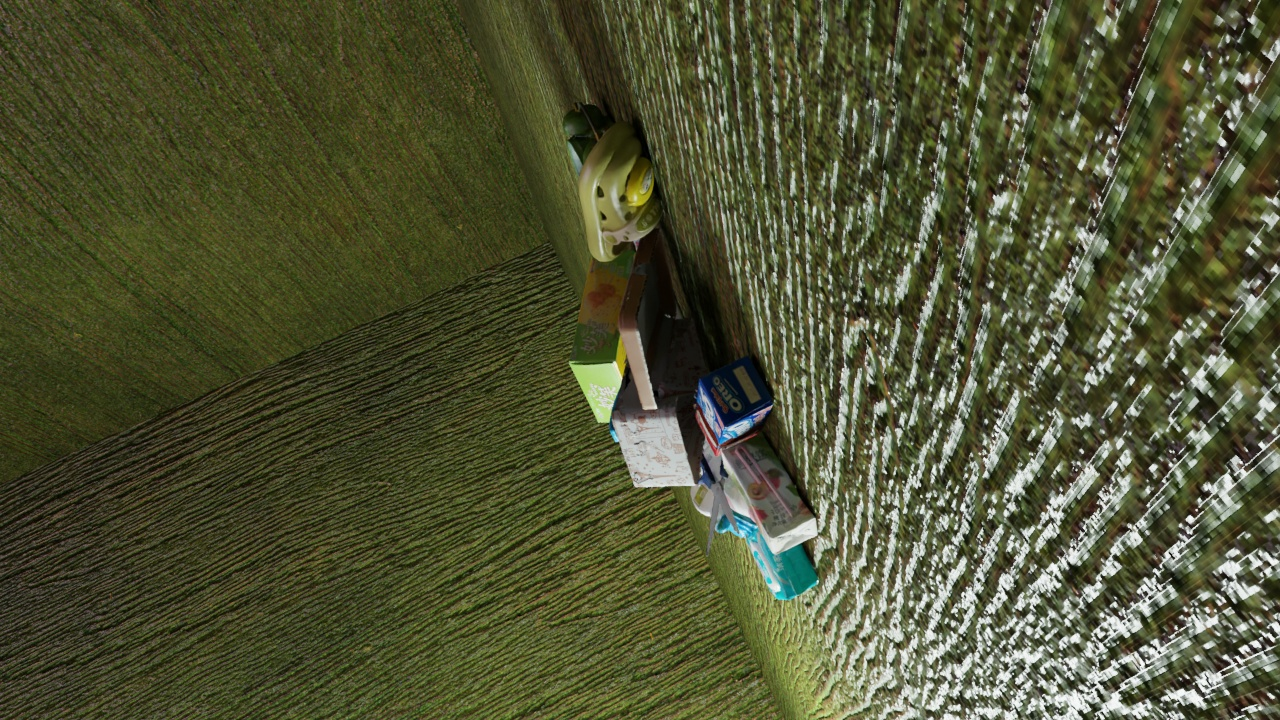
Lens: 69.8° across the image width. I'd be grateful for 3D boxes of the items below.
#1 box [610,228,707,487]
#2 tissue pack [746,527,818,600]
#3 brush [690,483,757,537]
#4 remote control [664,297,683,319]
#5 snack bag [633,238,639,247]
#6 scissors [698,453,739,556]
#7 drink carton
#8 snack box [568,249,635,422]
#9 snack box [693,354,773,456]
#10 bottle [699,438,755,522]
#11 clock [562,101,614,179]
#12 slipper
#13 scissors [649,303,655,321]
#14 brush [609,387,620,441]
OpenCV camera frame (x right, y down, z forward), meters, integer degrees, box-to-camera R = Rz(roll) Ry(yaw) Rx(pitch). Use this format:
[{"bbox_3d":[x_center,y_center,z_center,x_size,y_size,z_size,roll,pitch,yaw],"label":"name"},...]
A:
[{"bbox_3d":[0.018,0.000,1.054,0.176,0.082,0.260,-77,-22,-47],"label":"box"},{"bbox_3d":[0.171,0.241,1.116,0.133,0.050,0.093,83,163,-74],"label":"tissue pack"},{"bbox_3d":[0.115,0.201,1.212,0.109,0.060,0.314,28,180,-10],"label":"brush"},{"bbox_3d":[0.044,-0.053,1.213,0.056,0.019,0.135,-133,18,-77],"label":"remote control"},{"bbox_3d":[-0.002,-0.163,1.135,0.045,0.026,0.105,66,179,-48],"label":"snack bag"},{"bbox_3d":[0.091,0.141,1.081,0.012,0.162,0.174,20,-177,-23],"label":"scissors"},{"bbox_3d":[0.134,0.138,0.970,0.045,0.053,0.122,74,170,-52],"label":"drink carton"},{"bbox_3d":[-0.036,-0.035,1.347,0.158,0.070,0.209,69,-155,-51],"label":"snack box"},{"bbox_3d":[0.094,0.051,0.959,0.207,0.057,0.058,82,162,-76],"label":"snack box"},{"bbox_3d":[0.118,0.143,1.120,0.068,0.068,0.197,67,172,-23],"label":"bottle"},{"bbox_3d":[-0.044,-0.232,1.068,0.161,0.056,0.116,73,170,-57],"label":"clock"},{"bbox_3d":[-0.012,-0.170,0.977,0.081,0.091,0.191,24,153,11],"label":"slipper"},{"bbox_3d":[0.015,0.023,1.218,0.148,0.022,0.234,35,-126,-51],"label":"scissors"},{"bbox_3d":[-0.007,0.007,1.247,0.253,0.046,0.083,-71,-31,-42],"label":"brush"}]
